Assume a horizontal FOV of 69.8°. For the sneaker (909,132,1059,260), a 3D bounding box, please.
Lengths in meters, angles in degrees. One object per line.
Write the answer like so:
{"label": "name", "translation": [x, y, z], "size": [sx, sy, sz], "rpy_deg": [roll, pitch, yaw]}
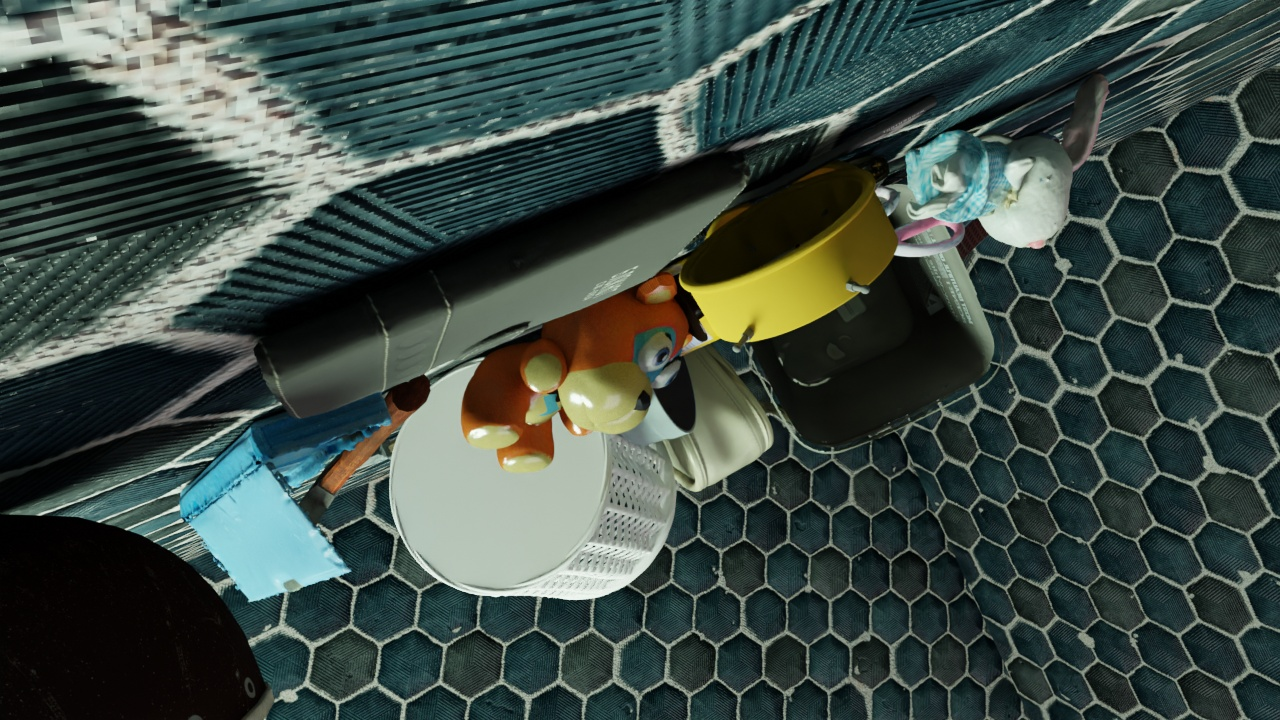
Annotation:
{"label": "sneaker", "translation": [0.349, -0.184, 0.997], "size": [0.241, 0.098, 0.083], "rpy_deg": [-39, 145, -15]}

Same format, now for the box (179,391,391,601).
{"label": "box", "translation": [-0.243, 0.106, 0.646], "size": [0.094, 0.110, 0.232], "rpy_deg": [-22, 177, -41]}

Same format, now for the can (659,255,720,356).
{"label": "can", "translation": [0.052, -0.049, 0.685], "size": [0.105, 0.067, 0.067], "rpy_deg": [-25, 178, 20]}

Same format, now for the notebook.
{"label": "notebook", "translation": [-0.067, -0.027, 0.425], "size": [0.208, 0.029, 0.170], "rpy_deg": [-22, 177, -18]}

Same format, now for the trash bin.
{"label": "trash bin", "translation": [0.194, -0.047, 0.871], "size": [0.197, 0.197, 0.220], "rpy_deg": [-26, -176, 7]}

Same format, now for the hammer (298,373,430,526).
{"label": "hammer", "translation": [-0.227, 0.073, 0.742], "size": [0.302, 0.028, 0.110], "rpy_deg": [-36, -158, 54]}

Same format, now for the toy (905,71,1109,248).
{"label": "toy", "translation": [0.269, -0.129, 0.669], "size": [0.204, 0.105, 0.131], "rpy_deg": [-25, 176, -41]}

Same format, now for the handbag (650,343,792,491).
{"label": "handbag", "translation": [0.049, 0.020, 0.905], "size": [0.131, 0.184, 0.229], "rpy_deg": [-29, 178, -14]}

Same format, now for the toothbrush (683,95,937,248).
{"label": "toothbrush", "translation": [0.080, -0.099, 0.494], "size": [0.167, 0.013, 0.012], "rpy_deg": [-27, 178, 13]}

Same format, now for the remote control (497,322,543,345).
{"label": "remote control", "translation": [-0.047, -0.037, 0.626], "size": [0.124, 0.009, 0.047], "rpy_deg": [-23, 178, -27]}

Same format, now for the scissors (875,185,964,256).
{"label": "scissors", "translation": [0.153, -0.093, 0.691], "size": [0.178, 0.108, 0.016], "rpy_deg": [-24, 137, -24]}

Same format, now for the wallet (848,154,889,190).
{"label": "wallet", "translation": [0.127, -0.111, 0.630], "size": [0.072, 0.019, 0.123], "rpy_deg": [-20, 179, 8]}

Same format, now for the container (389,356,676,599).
{"label": "container", "translation": [-0.083, 0.105, 0.775], "size": [0.189, 0.189, 0.187], "rpy_deg": [-25, 161, 10]}

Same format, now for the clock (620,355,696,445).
{"label": "clock", "translation": [-0.004, 0.004, 0.714], "size": [0.045, 0.122, 0.159], "rpy_deg": [-21, 166, 18]}

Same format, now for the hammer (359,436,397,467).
{"label": "hammer", "translation": [-0.224, 0.067, 1.091], "size": [0.318, 0.028, 0.146], "rpy_deg": [-26, 178, 41]}

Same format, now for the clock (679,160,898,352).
{"label": "clock", "translation": [0.081, -0.062, 0.505], "size": [0.114, 0.052, 0.151], "rpy_deg": [-25, -159, 20]}

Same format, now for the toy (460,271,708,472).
{"label": "toy", "translation": [-0.032, 0.001, 0.581], "size": [0.176, 0.096, 0.112], "rpy_deg": [-46, 155, -6]}

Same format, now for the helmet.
{"label": "helmet", "translation": [-0.283, 0.197, 0.393], "size": [0.234, 0.253, 0.233], "rpy_deg": [2, -175, 26]}
